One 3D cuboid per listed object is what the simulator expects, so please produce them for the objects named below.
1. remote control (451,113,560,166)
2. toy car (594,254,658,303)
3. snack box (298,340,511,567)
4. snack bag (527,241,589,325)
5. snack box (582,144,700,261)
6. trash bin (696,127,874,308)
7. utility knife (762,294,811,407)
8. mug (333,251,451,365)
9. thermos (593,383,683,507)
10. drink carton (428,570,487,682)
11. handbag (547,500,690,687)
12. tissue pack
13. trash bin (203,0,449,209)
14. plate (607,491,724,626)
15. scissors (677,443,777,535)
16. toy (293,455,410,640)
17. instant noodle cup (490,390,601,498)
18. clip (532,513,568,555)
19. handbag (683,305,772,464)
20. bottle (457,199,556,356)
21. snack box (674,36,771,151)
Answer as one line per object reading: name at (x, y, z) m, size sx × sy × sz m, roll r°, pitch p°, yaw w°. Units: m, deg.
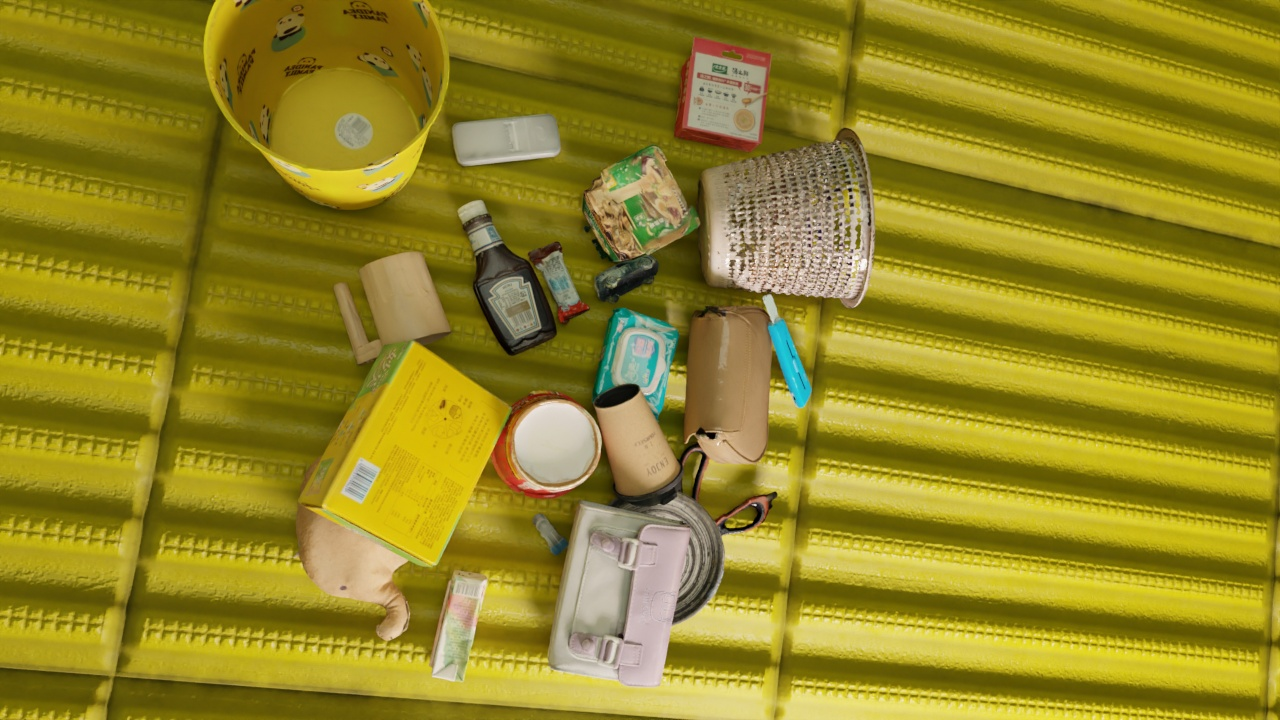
remote control at (-0.172, -0.283, 1.178) m, size 0.136 × 0.020 × 0.056 m, roll -10°, pitch 87°, yaw -14°
toy car at (-0.018, -0.109, 1.192) m, size 0.090 × 0.043 × 0.034 m, roll -28°, pitch 59°, yaw -10°
snack box at (-0.260, 0.105, 1.038) m, size 0.157 × 0.070 × 0.209 m, roll 39°, pitch 63°, yaw -33°
snack bag at (-0.104, -0.100, 1.176) m, size 0.045 × 0.026 × 0.105 m, roll -25°, pitch 91°, yaw -5°
snack box at (-0.011, -0.188, 1.166) m, size 0.117 × 0.106 × 0.118 m, roll -29°, pitch 94°, yaw -16°
trash bin at (0.175, -0.174, 1.168) m, size 0.192 × 0.227 × 0.227 m, roll -4°, pitch 86°, yaw -2°
utility knife at (0.189, -0.014, 1.198) m, size 0.034 × 0.018 × 0.187 m, roll -48°, pitch 130°, yaw -27°
mug at (-0.302, -0.063, 1.106) m, size 0.125 × 0.084 × 0.103 m, roll -19°, pitch 89°, yaw 12°
thermos at (-0.005, 0.105, 1.134) m, size 0.093 × 0.093 × 0.143 m, roll -25°, pitch 112°, yaw -15°
drink carton at (-0.219, 0.317, 1.101) m, size 0.045 × 0.053 × 0.122 m, roll 14°, pitch 83°, yaw -8°
handbag at (-0.025, 0.281, 1.110) m, size 0.145 × 0.098 × 0.197 m, roll 12°, pitch 85°, yaw -8°
tissue pack at (-0.007, 0.007, 1.179) m, size 0.093 × 0.050 × 0.133 m, roll 14°, pitch 83°, yaw -13°
trash bin at (-0.334, -0.285, 1.017) m, size 0.229 × 0.256 × 0.229 m, roll 1°, pitch 85°, yaw -14°
plate at (0.018, 0.251, 1.172) m, size 0.179 × 0.024 × 0.179 m, roll 0°, pitch 85°, yaw -3°
scissors at (0.079, 0.212, 1.200) m, size 0.226 × 0.015 × 0.189 m, roll -27°, pitch 91°, yaw -11°
toy at (-0.328, 0.213, 1.069) m, size 0.143 × 0.083 × 0.226 m, roll -4°, pitch 88°, yaw -18°
instant noodle cup at (-0.109, 0.104, 1.117) m, size 0.137 × 0.109 × 0.138 m, roll 1°, pitch 86°, yaw -14°
clip at (-0.115, 0.219, 1.155) m, size 0.024 × 0.026 × 0.056 m, roll -38°, pitch 107°, yaw -11°
handbag at (0.107, 0.028, 1.163) m, size 0.100 × 0.147 × 0.204 m, roll -2°, pitch 76°, yaw 29°
bottle at (-0.174, -0.106, 1.152) m, size 0.079 × 0.044 × 0.195 m, roll -25°, pitch 91°, yaw -15°
snack box at (0.111, -0.358, 1.240) m, size 0.113 × 0.044 × 0.127 m, roll 9°, pitch 85°, yaw -12°
